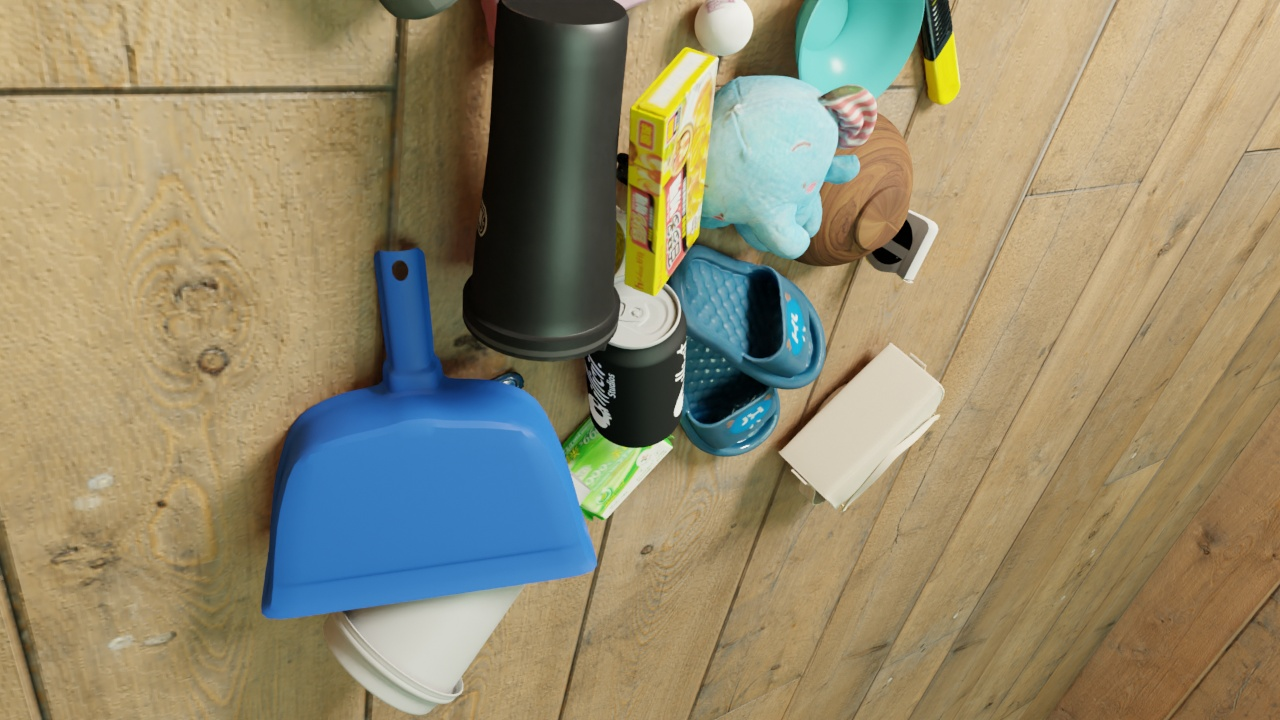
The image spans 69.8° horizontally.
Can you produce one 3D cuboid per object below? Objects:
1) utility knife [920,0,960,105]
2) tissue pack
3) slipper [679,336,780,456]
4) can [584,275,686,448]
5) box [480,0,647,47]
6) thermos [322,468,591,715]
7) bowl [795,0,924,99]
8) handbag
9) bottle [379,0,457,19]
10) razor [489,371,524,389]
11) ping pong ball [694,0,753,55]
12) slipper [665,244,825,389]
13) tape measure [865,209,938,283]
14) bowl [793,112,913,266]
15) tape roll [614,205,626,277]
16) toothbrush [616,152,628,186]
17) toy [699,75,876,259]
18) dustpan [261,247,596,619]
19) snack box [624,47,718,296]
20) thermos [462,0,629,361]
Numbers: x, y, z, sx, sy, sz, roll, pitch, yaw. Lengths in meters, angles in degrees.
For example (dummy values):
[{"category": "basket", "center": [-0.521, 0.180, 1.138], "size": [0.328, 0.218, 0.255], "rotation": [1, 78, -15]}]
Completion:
[{"category": "utility knife", "center": [0.242, -0.290, 0.754], "size": [0.028, 0.020, 0.198], "rotation": [-41, 142, -6]}, {"category": "tissue pack", "center": [-0.031, 0.093, 0.851], "size": [0.114, 0.034, 0.099], "rotation": [-48, 139, 2]}, {"category": "slipper", "center": [0.079, 0.033, 0.871], "size": [0.104, 0.059, 0.214], "rotation": [-41, 139, -1]}, {"category": "can", "center": [-0.004, 0.004, 0.740], "size": [0.080, 0.080, 0.146], "rotation": [-28, 149, -18]}, {"category": "box", "center": [0.004, -0.269, 0.563], "size": [0.232, 0.041, 0.098], "rotation": [-30, 146, -16]}, {"category": "thermos", "center": [-0.144, 0.167, 0.759], "size": [0.221, 0.131, 0.131], "rotation": [-49, 141, -5]}, {"category": "bowl", "center": [0.152, -0.251, 0.691], "size": [0.121, 0.046, 0.121], "rotation": [-23, 136, -24]}, {"category": "handbag", "center": [0.265, 0.094, 1.068], "size": [0.194, 0.101, 0.198], "rotation": [-45, 153, 1]}, {"category": "bottle", "center": [-0.130, -0.231, 0.460], "size": [0.060, 0.060, 0.108], "rotation": [-40, 141, -5]}, {"category": "razor", "center": [-0.153, 0.035, 0.707], "size": [0.140, 0.018, 0.044], "rotation": [-18, 112, -32]}, {"category": "ping pong ball", "center": [0.057, -0.232, 0.633], "size": [0.040, 0.040, 0.040], "rotation": [-23, 136, -24]}, {"category": "slipper", "center": [0.102, -0.043, 0.799], "size": [0.213, 0.059, 0.103], "rotation": [23, 67, -42]}, {"category": "tape measure", "center": [0.246, -0.113, 0.879], "size": [0.016, 0.065, 0.064], "rotation": [-1, 122, -40]}, {"category": "bowl", "center": [0.192, -0.138, 0.807], "size": [0.147, 0.069, 0.147], "rotation": [-23, 136, -24]}, {"category": "tape roll", "center": [-0.048, -0.081, 0.693], "size": [0.093, 0.019, 0.094], "rotation": [-22, 136, -23]}, {"category": "toothbrush", "center": [0.013, -0.111, 0.675], "size": [0.188, 0.014, 0.017], "rotation": [31, 73, -71]}, {"category": "toy", "center": [0.095, -0.129, 0.697], "size": [0.183, 0.114, 0.181], "rotation": [-18, 146, 12]}, {"category": "dustpan", "center": [-0.156, 0.049, 0.645], "size": [0.245, 0.059, 0.258], "rotation": [-6, 119, -12]}, {"category": "snack box", "center": [0.019, -0.119, 0.605], "size": [0.075, 0.025, 0.152], "rotation": [-56, 161, -34]}, {"category": "thermos", "center": [-0.055, -0.108, 0.567], "size": [0.105, 0.106, 0.219], "rotation": [-16, 133, -30]}]
